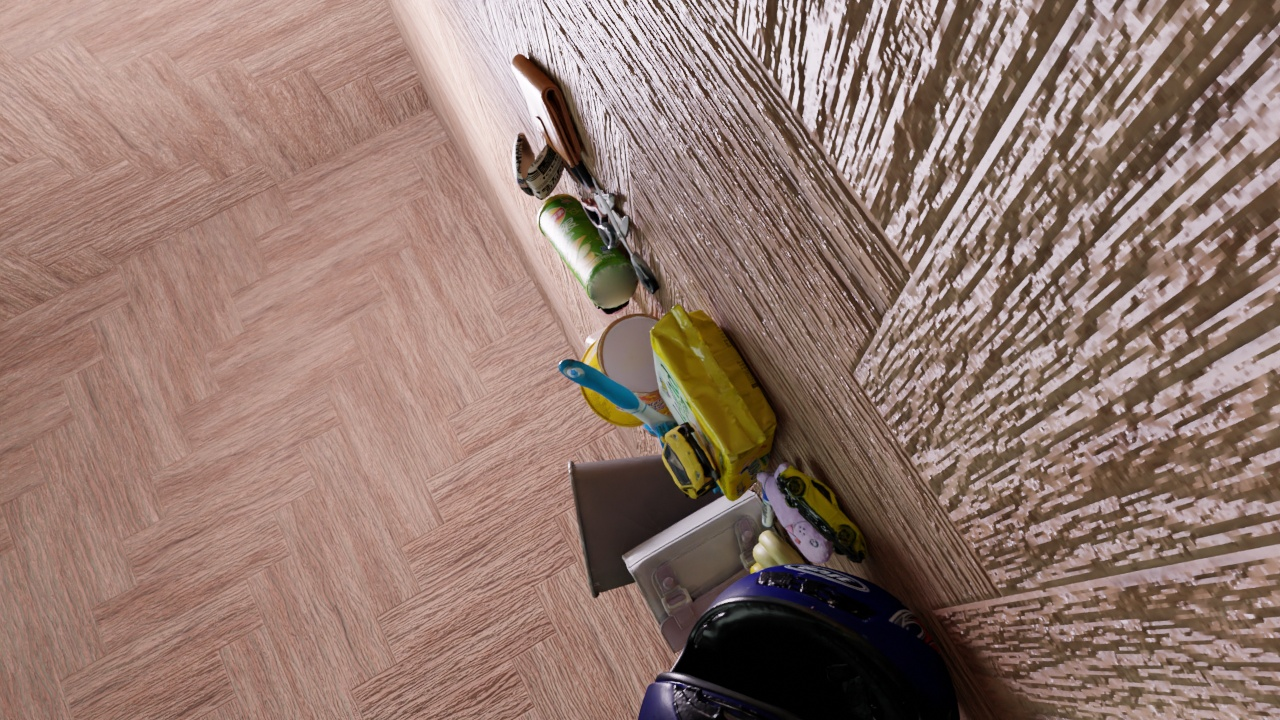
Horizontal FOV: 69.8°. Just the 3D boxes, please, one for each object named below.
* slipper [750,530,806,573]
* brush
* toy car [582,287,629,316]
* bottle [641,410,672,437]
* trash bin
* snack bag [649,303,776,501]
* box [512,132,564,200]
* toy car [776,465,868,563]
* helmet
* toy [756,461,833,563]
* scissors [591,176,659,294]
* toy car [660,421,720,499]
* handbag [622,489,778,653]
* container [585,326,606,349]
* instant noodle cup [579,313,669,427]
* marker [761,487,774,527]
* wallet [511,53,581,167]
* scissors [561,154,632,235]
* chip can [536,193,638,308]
[{"bbox_3d":[0.187,0.305,1.140,0.190,0.081,0.092,60,171,-13],"label":"slipper"},{"bbox_3d":[0.022,0.082,1.077,0.314,0.061,0.109,23,-142,-50],"label":"brush"},{"bbox_3d":[-0.060,-0.121,1.336,0.122,0.056,0.037,61,167,8],"label":"toy car"},{"bbox_3d":[0.041,0.082,1.381,0.065,0.065,0.219,61,172,3],"label":"bottle"},{"bbox_3d":[0.016,0.230,1.356,0.199,0.219,0.199,95,164,-77],"label":"trash bin"},{"bbox_3d":[0.078,0.051,0.954,0.158,0.068,0.247,59,173,18],"label":"snack bag"},{"bbox_3d":[-0.152,-0.261,1.237,0.081,0.075,0.163,28,-179,-2],"label":"box"},{"bbox_3d":[0.165,0.136,0.821,0.105,0.032,0.048,46,168,20],"label":"toy car"},{"bbox_3d":[0.133,0.285,0.746,0.248,0.239,0.315,9,149,31],"label":"helmet"},{"bbox_3d":[0.157,0.150,0.904,0.108,0.039,0.084,61,165,10],"label":"toy"},{"bbox_3d":[-0.021,-0.140,1.053,0.159,0.014,0.181,53,173,-15],"label":"scissors"},{"bbox_3d":[0.048,0.105,0.946,0.071,0.041,0.156,59,173,11],"label":"toy car"},{"bbox_3d":[0.094,0.278,1.217,0.145,0.197,0.098,62,174,-10],"label":"handbag"},{"bbox_3d":[-0.014,-0.005,1.335,0.090,0.090,0.111,63,170,-17],"label":"container"},{"bbox_3d":[-0.007,0.007,1.182,0.138,0.138,0.110,60,164,11],"label":"instant noodle cup"},{"bbox_3d":[0.156,0.177,1.115,0.017,0.017,0.146,58,173,26],"label":"marker"},{"bbox_3d":[-0.113,-0.301,1.105,0.131,0.031,0.108,55,170,49],"label":"wallet"},{"bbox_3d":[-0.055,-0.201,1.133,0.221,0.015,0.190,59,173,22],"label":"scissors"},{"bbox_3d":[-0.074,-0.150,1.243,0.221,0.072,0.073,54,170,48],"label":"chip can"}]
